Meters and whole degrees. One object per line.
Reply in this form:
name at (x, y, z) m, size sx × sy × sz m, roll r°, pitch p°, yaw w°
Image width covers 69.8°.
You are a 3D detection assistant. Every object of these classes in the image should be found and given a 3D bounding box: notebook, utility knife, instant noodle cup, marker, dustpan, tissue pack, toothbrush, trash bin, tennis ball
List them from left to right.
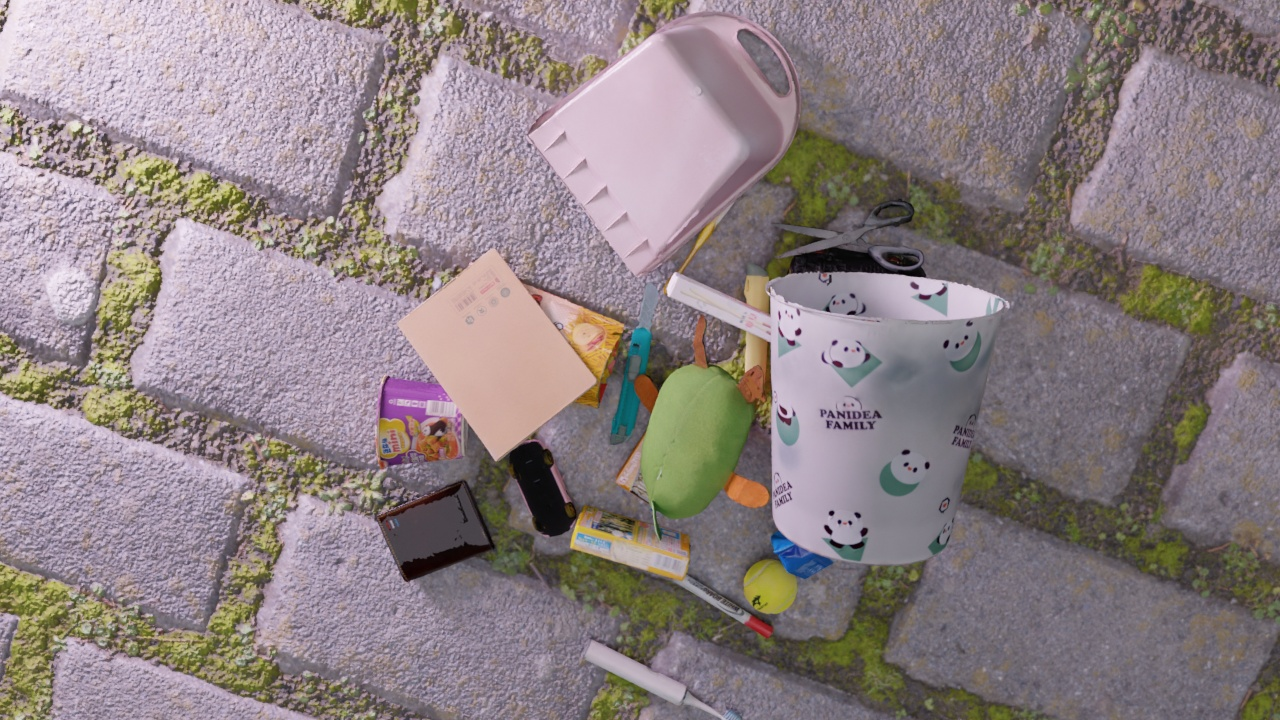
instant noodle cup at (-0.255, 0.074, 1.088) m, size 0.099 × 0.111 × 0.111 m, roll 2°, pitch 99°, yaw -8°
notebook at (-0.167, -0.009, 1.058) m, size 0.148 × 0.008 × 0.207 m, roll -39°, pitch 77°, yaw -1°
utility knife at (-0.007, 0.006, 1.108) m, size 0.029 × 0.013 × 0.205 m, roll 11°, pitch 99°, yaw 0°
toothbrush at (0.028, 0.412, 1.161) m, size 0.221 × 0.026 × 0.026 m, roll 27°, pitch 94°, yaw -2°
dustpan at (0.045, -0.262, 1.062) m, size 0.274 × 0.138 × 0.222 m, roll -34°, pitch 93°, yaw 34°
toothbrush at (0.082, -0.158, 1.081) m, size 0.016 × 0.018 × 0.191 m, roll 33°, pitch 96°, yaw -5°
marker at (0.101, 0.304, 1.147) m, size 0.145 × 0.017 × 0.017 m, roll 32°, pitch 98°, yaw -3°
utility knife at (0.137, -0.034, 1.095) m, size 0.031 × 0.018 × 0.165 m, roll 2°, pitch 97°, yaw 6°
tennis ball at (0.158, 0.275, 1.115) m, size 0.065 × 0.065 × 0.065 m, roll 0°, pitch 98°, yaw 2°
tissue pack at (0.205, 0.208, 1.069) m, size 0.095 × 0.157 × 0.052 m, roll -33°, pitch 65°, yaw 8°
trash bin at (0.233, 0.052, 0.930) m, size 0.229 × 0.229 × 0.252 m, roll 3°, pitch 107°, yaw 2°

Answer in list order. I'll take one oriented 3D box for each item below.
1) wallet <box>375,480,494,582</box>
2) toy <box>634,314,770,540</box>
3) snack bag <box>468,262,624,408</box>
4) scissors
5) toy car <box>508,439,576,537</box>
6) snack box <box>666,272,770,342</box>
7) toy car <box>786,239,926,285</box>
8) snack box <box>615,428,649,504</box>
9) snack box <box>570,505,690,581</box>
wallet at (-0.257, 0.214, 1.149) m, size 0.122 × 0.020 × 0.096 m, roll -22°, pitch 97°, yaw 3°
toy at (0.064, 0.080, 1.028) m, size 0.227 × 0.089 × 0.247 m, roll 46°, pitch 125°, yaw 37°
snack bag at (-0.130, -0.025, 1.091) m, size 0.208 × 0.073 × 0.129 m, roll 20°, pitch 99°, yaw 7°
scissors at (0.243, -0.141, 1.048) m, size 0.174 × 0.014 × 0.159 m, roll 38°, pitch 69°, yaw 18°
toy car at (-0.120, 0.156, 1.123) m, size 0.056 × 0.037 × 0.122 m, roll -22°, pitch 94°, yaw 10°
snack box at (0.105, -0.056, 1.043) m, size 0.157 × 0.084 × 0.027 m, roll 24°, pitch 98°, yaw -3°
toy car at (0.248, -0.095, 1.056) m, size 0.156 × 0.071 × 0.041 m, roll 7°, pitch 142°, yaw 4°
snack box at (0.040, 0.102, 1.114) m, size 0.075 × 0.026 × 0.154 m, roll 32°, pitch 98°, yaw -1°
snack box at (-0.010, 0.218, 1.103) m, size 0.140 × 0.087 × 0.034 m, roll 18°, pitch 98°, yaw -1°
